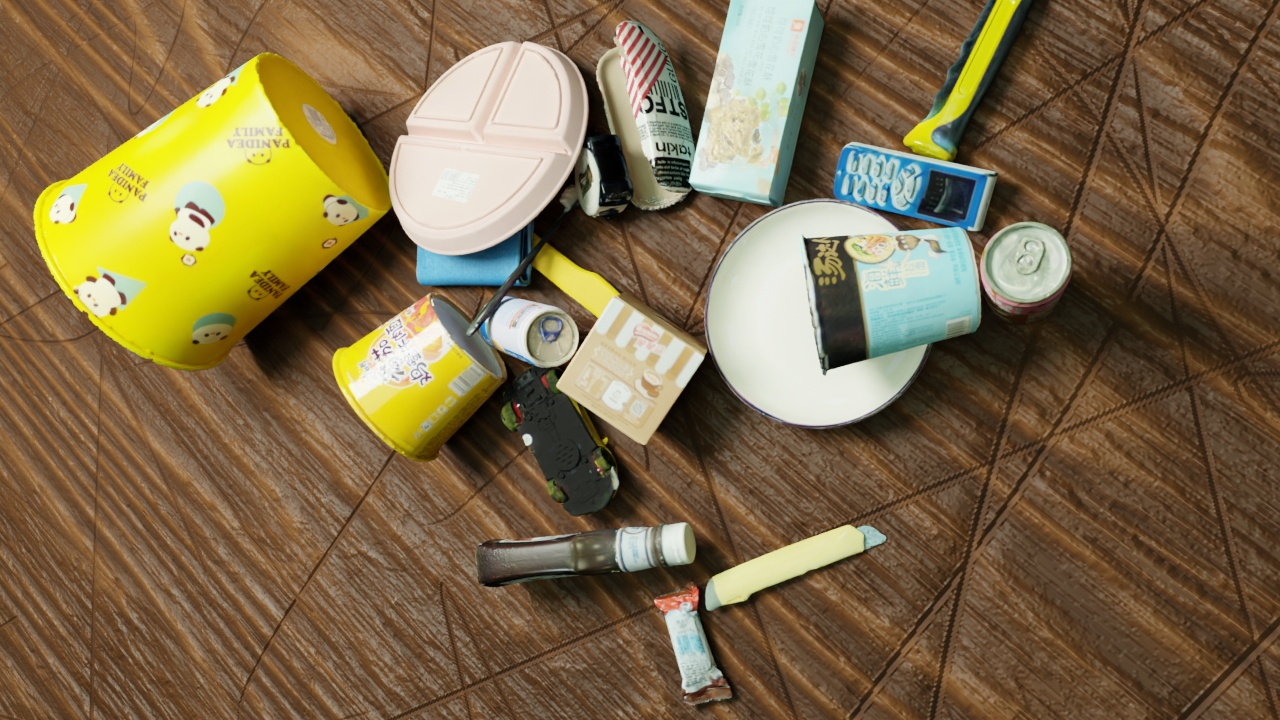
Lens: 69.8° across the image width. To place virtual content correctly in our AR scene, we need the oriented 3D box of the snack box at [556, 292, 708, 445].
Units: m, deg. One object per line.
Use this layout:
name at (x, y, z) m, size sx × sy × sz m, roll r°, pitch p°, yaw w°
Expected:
snack box at (-0.005, 0.005, 0.804) m, size 0.093 × 0.077 × 0.094 m, roll 34°, pitch 100°, yaw 2°

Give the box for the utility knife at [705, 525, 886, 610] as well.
utility knife at (0.128, 0.175, 0.787) m, size 0.168 × 0.018 × 0.031 m, roll -25°, pitch 83°, yaw 20°

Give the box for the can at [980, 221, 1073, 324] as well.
can at (0.280, -0.061, 0.670) m, size 0.058 × 0.147 × 0.058 m, roll -1°, pitch 86°, yaw 21°

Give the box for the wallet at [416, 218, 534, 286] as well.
wallet at (-0.164, -0.126, 0.899) m, size 0.133 × 0.040 × 0.106 m, roll 3°, pitch 92°, yaw 30°

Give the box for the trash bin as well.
trash bin at (-0.405, -0.152, 0.910) m, size 0.255 × 0.229 × 0.229 m, roll -33°, pitch 76°, yaw 11°

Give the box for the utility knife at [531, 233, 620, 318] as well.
utility knife at (-0.088, -0.099, 0.885) m, size 0.209 × 0.015 × 0.033 m, roll 39°, pitch 99°, yaw 23°

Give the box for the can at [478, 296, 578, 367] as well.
can at (-0.103, -0.027, 0.828) m, size 0.135 × 0.053 × 0.053 m, roll 17°, pitch 94°, yaw 63°

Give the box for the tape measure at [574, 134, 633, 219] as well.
tape measure at (-0.035, -0.165, 0.841) m, size 0.033 × 0.066 × 0.065 m, roll -9°, pitch 75°, yaw -22°

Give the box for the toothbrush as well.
toothbrush at (-0.108, -0.094, 0.852) m, size 0.016 × 0.018 × 0.180 m, roll 9°, pitch 60°, yaw 55°

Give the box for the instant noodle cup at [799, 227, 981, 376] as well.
instant noodle cup at (0.188, -0.053, 0.692) m, size 0.120 × 0.111 × 0.111 m, roll -10°, pitch 84°, yaw 12°

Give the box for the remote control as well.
remote control at (0.224, -0.145, 0.756) m, size 0.125 × 0.024 × 0.049 m, roll 19°, pitch 120°, yaw 22°

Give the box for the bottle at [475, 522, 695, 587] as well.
bottle at (-0.048, 0.173, 0.822) m, size 0.195 × 0.080 × 0.044 m, roll -10°, pitch 78°, yaw 19°

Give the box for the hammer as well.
hammer at (0.310, -0.311, 0.733) m, size 0.126 × 0.031 × 0.323 m, roll 29°, pitch 97°, yaw 21°

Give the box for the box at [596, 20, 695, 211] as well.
box at (0.001, -0.217, 0.835) m, size 0.088 × 0.076 × 0.162 m, roll -25°, pitch 79°, yaw 46°

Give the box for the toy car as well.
toy car at (-0.073, 0.074, 0.857) m, size 0.071 × 0.041 × 0.156 m, roll -37°, pitch 74°, yaw 16°

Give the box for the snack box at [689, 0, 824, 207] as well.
snack box at (0.102, -0.225, 0.799) m, size 0.074 × 0.051 × 0.175 m, roll 14°, pitch 93°, yaw 22°

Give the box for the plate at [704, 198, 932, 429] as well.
plate at (0.151, -0.038, 0.777) m, size 0.193 × 0.039 × 0.192 m, roll -1°, pitch 87°, yaw 21°

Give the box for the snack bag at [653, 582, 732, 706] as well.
snack bag at (0.045, 0.251, 0.810) m, size 0.045 × 0.026 × 0.105 m, roll -19°, pitch 82°, yaw 11°

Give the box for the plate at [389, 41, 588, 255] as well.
plate at (-0.152, -0.208, 0.871) m, size 0.230 × 0.028 × 0.229 m, roll -12°, pitch 64°, yaw 26°

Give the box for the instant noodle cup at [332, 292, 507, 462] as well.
instant noodle cup at (-0.202, 0.010, 0.868) m, size 0.110 × 0.138 × 0.138 m, roll -40°, pitch 74°, yaw 7°
